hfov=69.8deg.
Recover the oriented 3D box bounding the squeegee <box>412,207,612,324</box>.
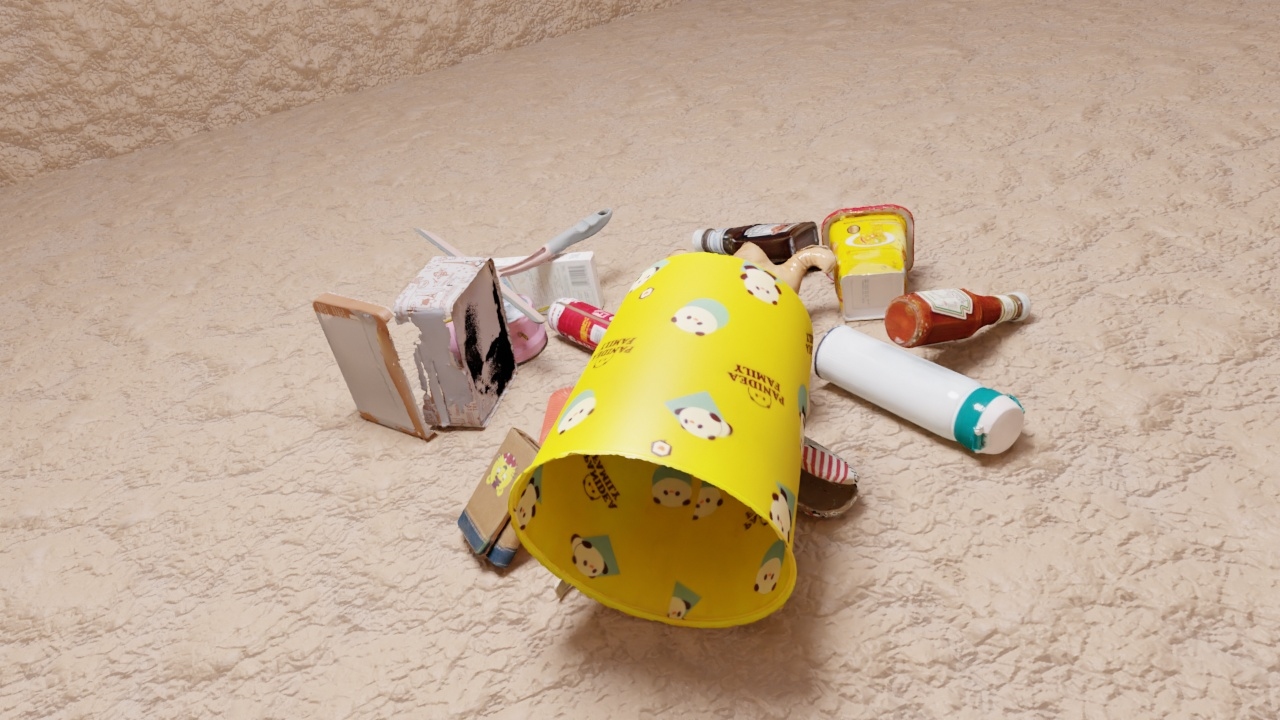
[{"bbox_3d":[-0.129,-0.150,1.237,0.248,0.040,0.248,36,50,28],"label":"squeegee"}]

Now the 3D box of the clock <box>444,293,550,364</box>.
[{"bbox_3d":[-0.206,-0.041,1.231,0.159,0.060,0.117,-3,32,16],"label":"clock"}]

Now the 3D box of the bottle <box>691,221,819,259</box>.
[{"bbox_3d":[0.157,-0.171,1.312,0.195,0.044,0.079,7,29,45],"label":"bottle"}]

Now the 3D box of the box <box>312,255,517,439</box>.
[{"bbox_3d":[-0.274,-0.015,1.102,0.192,0.183,0.155,3,34,16],"label":"box"}]

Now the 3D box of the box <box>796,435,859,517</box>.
[{"bbox_3d":[0.144,0.086,0.897,0.074,0.081,0.164,-24,31,-29],"label":"box"}]

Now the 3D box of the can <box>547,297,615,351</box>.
[{"bbox_3d":[-0.063,-0.043,1.193,0.053,0.053,0.133,-33,37,-30],"label":"can"}]

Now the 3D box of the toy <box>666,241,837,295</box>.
[{"bbox_3d":[0.130,-0.080,1.133,0.226,0.143,0.082,-6,-9,5],"label":"toy"}]

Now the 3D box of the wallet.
[{"bbox_3d":[-0.129,0.132,0.894,0.090,0.033,0.115,34,95,49],"label":"wallet"}]

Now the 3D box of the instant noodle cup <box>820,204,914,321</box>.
[{"bbox_3d":[0.289,-0.120,1.158,0.116,0.116,0.123,-3,44,13],"label":"instant noodle cup"}]

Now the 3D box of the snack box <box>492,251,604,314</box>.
[{"bbox_3d":[-0.134,-0.106,1.287,0.157,0.085,0.026,-2,34,15],"label":"snack box"}]

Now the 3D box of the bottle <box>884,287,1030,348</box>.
[{"bbox_3d":[0.362,-0.052,1.029,0.205,0.060,0.060,-8,26,-33],"label":"bottle"}]

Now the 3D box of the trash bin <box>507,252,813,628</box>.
[{"bbox_3d":[0.038,0.057,0.788,0.230,0.230,0.254,2,46,20],"label":"trash bin"}]

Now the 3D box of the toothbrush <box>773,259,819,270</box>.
[{"bbox_3d":[0.227,-0.136,1.277,0.213,0.026,0.027,-9,-3,6],"label":"toothbrush"}]

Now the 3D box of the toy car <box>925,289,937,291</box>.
[{"bbox_3d":[0.351,-0.053,1.095,0.049,0.031,0.106,10,34,32],"label":"toy car"}]

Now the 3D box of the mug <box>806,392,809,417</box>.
[{"bbox_3d":[0.148,0.005,1.001,0.084,0.104,0.124,9,37,29],"label":"mug"}]

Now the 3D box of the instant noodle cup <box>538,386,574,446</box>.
[{"bbox_3d":[-0.037,0.083,0.960,0.164,0.079,0.188,-7,31,7],"label":"instant noodle cup"}]

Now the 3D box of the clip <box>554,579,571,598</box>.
[{"bbox_3d":[-0.039,0.181,0.852,0.061,0.034,0.096,3,43,21],"label":"clip"}]

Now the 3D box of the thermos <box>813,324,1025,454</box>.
[{"bbox_3d":[0.287,0.028,0.955,0.073,0.073,0.224,-29,36,-26],"label":"thermos"}]
